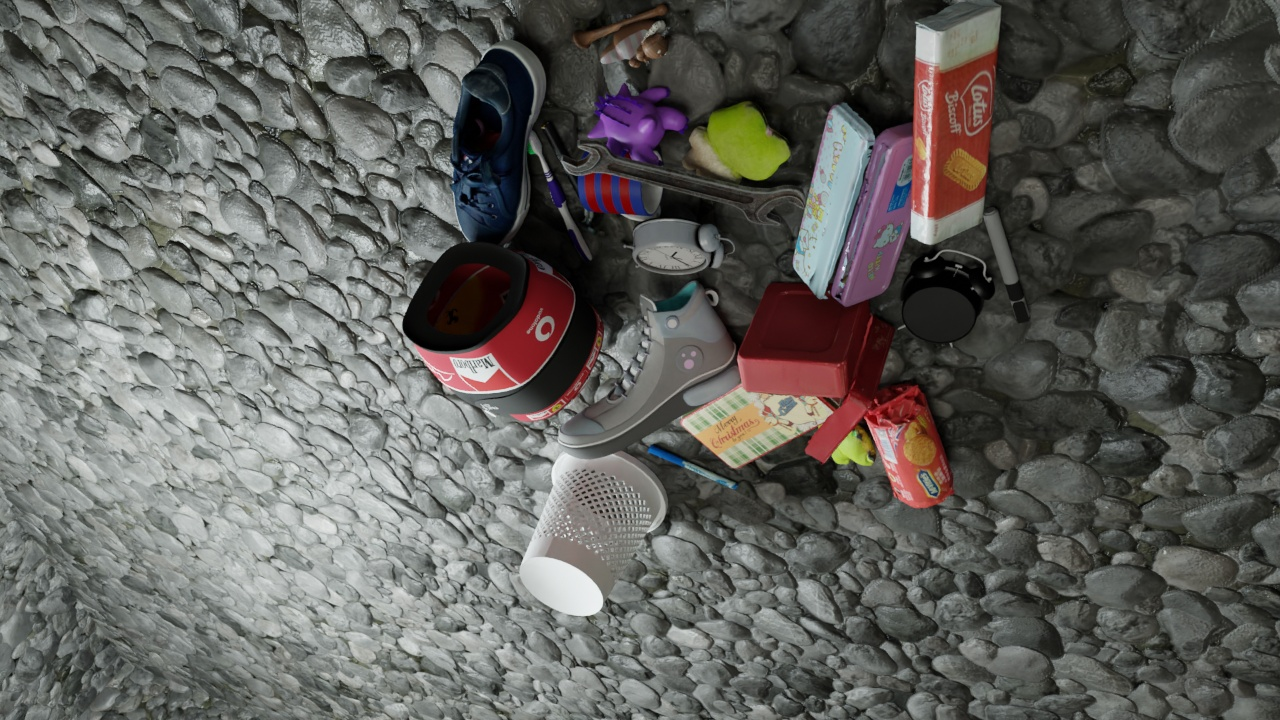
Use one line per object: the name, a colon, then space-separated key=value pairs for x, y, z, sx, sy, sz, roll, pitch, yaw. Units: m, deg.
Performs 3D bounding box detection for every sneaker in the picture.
sneaker: x=-0.006 y=0.008 z=1.146 sx=0.256 sy=0.093 sz=0.160 roll=-26 pitch=113 yaw=-4
sneaker: x=-0.186 y=-0.216 z=1.060 sx=0.121 sy=0.127 sz=0.295 roll=33 pitch=144 yaw=8

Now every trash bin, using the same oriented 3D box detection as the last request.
trash bin: x=-0.082 y=0.267 z=1.403 sx=0.195 sy=0.199 sz=0.196 roll=14 pitch=134 yaw=15

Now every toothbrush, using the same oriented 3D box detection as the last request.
toothbrush: x=-0.101 y=-0.199 z=1.124 sx=0.016 sy=0.015 sz=0.187 roll=-1 pitch=129 yaw=33

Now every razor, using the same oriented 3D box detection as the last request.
razor: x=-0.082 y=-0.218 z=1.096 sx=0.043 sy=0.022 sz=0.144 roll=36 pitch=152 yaw=58

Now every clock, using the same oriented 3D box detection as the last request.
clock: x=0.333 y=-0.071 z=1.005 sx=0.091 sy=0.042 sz=0.121 roll=20 pitch=135 yaw=9
clock: x=0.048 y=-0.131 z=1.066 sx=0.123 sy=0.035 sz=0.094 roll=1 pitch=164 yaw=14

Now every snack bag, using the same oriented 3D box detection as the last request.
snack bag: x=0.334 y=0.107 z=1.146 sx=0.082 sy=0.082 sz=0.176 roll=-8 pitch=125 yaw=31
snack bag: x=0.295 y=-0.220 z=0.867 sx=0.041 sy=0.077 sz=0.225 roll=48 pitch=157 yaw=45

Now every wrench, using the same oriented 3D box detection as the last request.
wrench: x=0.050 y=-0.189 z=0.978 sx=0.273 sy=0.010 sz=0.070 roll=10 pitch=151 yaw=-18

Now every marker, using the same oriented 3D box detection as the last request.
marker: x=0.078 y=0.159 z=1.360 sx=0.142 sy=0.013 sz=0.013 roll=24 pitch=136 yaw=4
marker: x=0.388 y=-0.100 z=0.971 sx=0.016 sy=0.016 sz=0.140 roll=-10 pitch=124 yaw=33

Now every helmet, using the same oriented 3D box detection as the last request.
helmet: x=-0.158 y=-0.028 z=1.162 sx=0.271 sy=0.197 sz=0.224 roll=15 pitch=162 yaw=46

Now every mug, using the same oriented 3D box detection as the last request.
mug: x=-0.017 y=-0.195 z=1.053 sx=0.076 sy=0.074 sz=0.112 roll=8 pitch=157 yaw=20

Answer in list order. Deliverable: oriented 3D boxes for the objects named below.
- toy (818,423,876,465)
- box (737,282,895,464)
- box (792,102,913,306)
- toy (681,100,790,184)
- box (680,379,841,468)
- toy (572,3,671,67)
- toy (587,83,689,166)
toy: x=0.265 y=0.105 z=1.187 sx=0.094 sy=0.036 sz=0.094 roll=47 pitch=158 yaw=22
box: x=0.195 y=-0.008 z=1.053 sx=0.165 sy=0.156 sz=0.152 roll=33 pitch=133 yaw=-1
box: x=0.227 y=-0.166 z=0.973 sx=0.093 sy=0.089 sz=0.215 roll=49 pitch=148 yaw=35
toy: x=0.097 y=-0.225 z=0.983 sx=0.092 sy=0.043 sz=0.118 roll=43 pitch=139 yaw=-23
box: x=0.157 y=0.064 z=1.211 sx=0.117 sy=0.049 sz=0.206 roll=43 pitch=135 yaw=-14
toy: x=-0.014 y=-0.329 z=0.946 sx=0.102 sy=0.041 sz=0.055 roll=-11 pitch=101 yaw=24
toy: x=-0.007 y=-0.254 z=0.980 sx=0.088 sy=0.106 sz=0.056 roll=31 pitch=175 yaw=28
